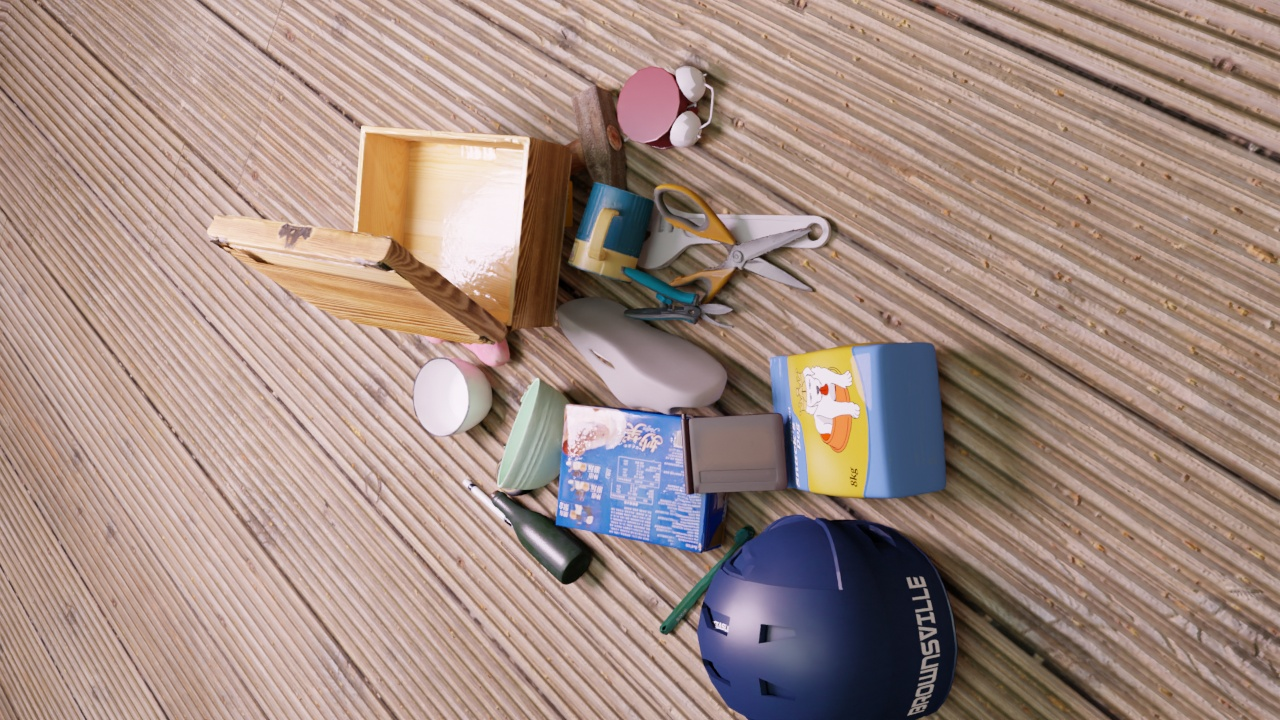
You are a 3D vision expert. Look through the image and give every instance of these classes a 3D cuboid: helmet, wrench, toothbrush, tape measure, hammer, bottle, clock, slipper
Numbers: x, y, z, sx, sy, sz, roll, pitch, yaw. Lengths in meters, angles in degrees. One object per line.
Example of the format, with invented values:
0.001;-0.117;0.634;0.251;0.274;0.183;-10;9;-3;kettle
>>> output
0.164;0.282;0.967;0.273;0.222;0.232;180;90;-71;helmet
0.097;-0.146;1.101;0.274;0.018;0.087;8;95;33;wrench
0.078;0.270;1.118;0.016;0.017;0.190;46;114;25;toothbrush
-0.171;0.158;1.278;0.061;0.034;0.061;48;113;25;tape measure
-0.150;-0.240;1.257;0.302;0.037;0.158;-18;81;34;hammer
-0.144;0.232;1.248;0.174;0.055;0.055;35;109;31;bottle
0.031;-0.309;1.125;0.138;0.048;0.096;8;95;34;clock
-0.193;0.226;1.307;0.187;0.012;0.017;35;113;29;toothbrush
-0.007;0.007;1.127;0.266;0.112;0.081;32;126;36;slipper

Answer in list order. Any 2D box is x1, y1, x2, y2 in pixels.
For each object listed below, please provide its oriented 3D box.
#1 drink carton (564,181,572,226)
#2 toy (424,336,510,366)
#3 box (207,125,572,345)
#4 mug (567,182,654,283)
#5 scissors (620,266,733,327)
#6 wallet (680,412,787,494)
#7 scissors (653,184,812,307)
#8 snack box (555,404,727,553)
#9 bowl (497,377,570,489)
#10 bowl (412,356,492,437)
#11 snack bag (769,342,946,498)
-0.150;-0.204;1.209;0.123;0.040;0.058;3;95;35;drink carton
-0.262;-0.086;1.307;0.236;0.096;0.193;50;121;10;toy
-0.291;-0.136;1.085;0.280;0.322;0.284;10;101;26;box
-0.037;-0.155;1.111;0.083;0.113;0.107;20;98;7;mug
0.033;-0.066;1.108;0.125;0.154;0.019;-38;24;53;scissors
0.105;0.103;1.033;0.116;0.018;0.091;-4;90;9;wallet
0.095;-0.115;1.086;0.225;0.016;0.217;33;122;17;scissors
0.003;0.139;1.122;0.203;0.069;0.155;5;91;28;snack box
-0.128;0.105;1.202;0.077;0.150;0.151;21;107;-13;bowl
-0.265;0.051;1.322;0.116;0.065;0.116;1;91;34;bowl
0.213;0.064;0.984;0.206;0.102;0.159;-8;86;56;snack bag
